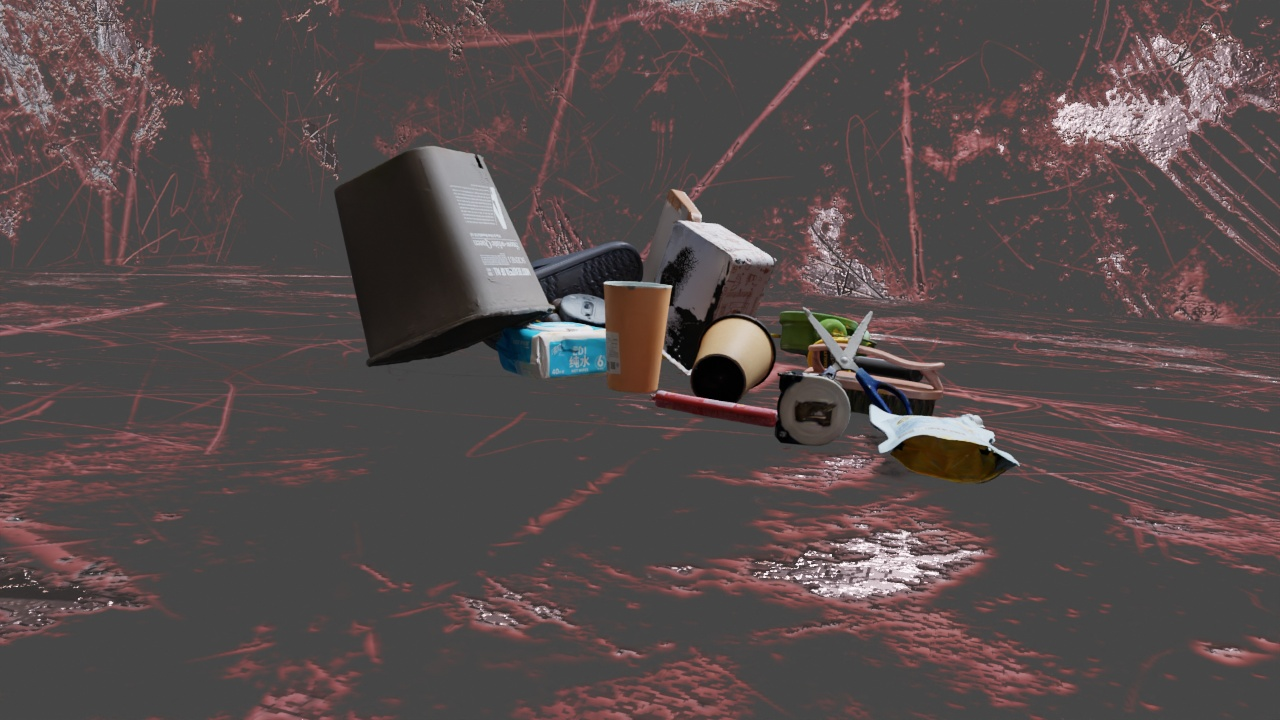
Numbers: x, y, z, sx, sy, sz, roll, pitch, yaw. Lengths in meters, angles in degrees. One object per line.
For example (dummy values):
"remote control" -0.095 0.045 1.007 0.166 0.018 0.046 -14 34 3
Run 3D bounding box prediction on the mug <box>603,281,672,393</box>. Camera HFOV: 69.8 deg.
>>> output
"mug" -0.007 -0.027 1.052 0.078 0.123 0.078 3 8 -1

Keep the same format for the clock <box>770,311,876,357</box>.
"clock" 0.274 -0.035 1.360 0.116 0.056 0.161 11 -3 -39

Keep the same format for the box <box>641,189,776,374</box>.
"box" 0.059 -0.113 1.262 0.106 0.178 0.272 5 27 -28

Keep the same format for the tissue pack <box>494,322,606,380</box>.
"tissue pack" -0.100 -0.014 1.135 0.139 0.063 0.090 -4 10 -40

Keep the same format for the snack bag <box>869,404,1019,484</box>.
"snack bag" 0.259 0.067 0.802 0.110 0.039 0.190 -1 6 12

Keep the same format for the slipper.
"slipper" -0.123 -0.095 1.320 0.267 0.111 0.083 -27 27 -21

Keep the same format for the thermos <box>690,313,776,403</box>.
"thermos" 0.100 0.004 1.030 0.093 0.093 0.143 5 17 14

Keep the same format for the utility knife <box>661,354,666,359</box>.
"utility knife" -0.009 -0.007 1.284 0.154 0.015 0.033 -5 9 -38

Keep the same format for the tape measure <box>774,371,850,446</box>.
"tape measure" 0.154 0.043 0.823 0.066 0.066 0.033 3 6 6

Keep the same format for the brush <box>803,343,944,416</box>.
"brush" 0.247 0.023 0.979 0.146 0.073 0.063 8 9 20

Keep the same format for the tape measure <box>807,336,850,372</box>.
"tape measure" 0.248 -0.002 1.197 0.057 0.060 0.028 1 9 25

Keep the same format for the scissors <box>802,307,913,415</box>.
"scissors" 0.209 0.012 0.940 0.162 0.012 0.176 -32 63 -22

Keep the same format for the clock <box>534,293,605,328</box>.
"clock" -0.086 -0.052 1.245 0.122 0.055 0.082 13 29 -5

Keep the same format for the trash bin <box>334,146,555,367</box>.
"trash bin" -0.247 -0.127 1.125 0.199 0.219 0.198 -19 -2 22

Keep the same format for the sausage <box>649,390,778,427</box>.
"sausage" 0.075 0.048 0.923 0.156 0.020 0.020 9 10 34

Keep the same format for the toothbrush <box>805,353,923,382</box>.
"toothbrush" 0.303 0.006 1.270 0.027 0.026 0.213 19 -4 -30
